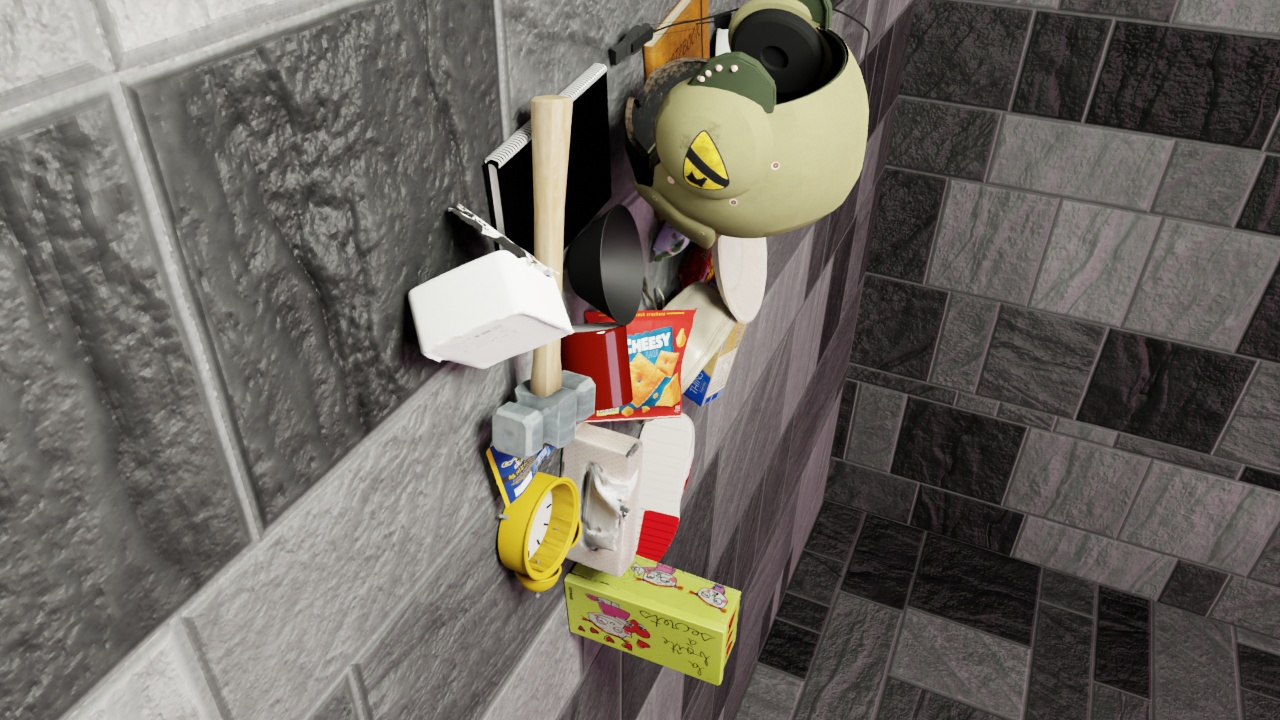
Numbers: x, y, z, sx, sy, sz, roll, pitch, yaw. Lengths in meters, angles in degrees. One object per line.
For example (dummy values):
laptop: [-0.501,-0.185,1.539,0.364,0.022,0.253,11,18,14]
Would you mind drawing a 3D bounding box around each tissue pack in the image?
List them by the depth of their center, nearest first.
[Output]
tissue pack: [-0.048,0.170,1.083,0.071,0.104,0.182,-38,140,-56]

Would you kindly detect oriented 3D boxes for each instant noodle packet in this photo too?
instant noodle packet: [-0.114,0.074,0.942,0.087,0.026,0.134,80,32,-43]
instant noodle packet: [0.095,-0.126,1.349,0.098,0.040,0.135,-59,157,-21]

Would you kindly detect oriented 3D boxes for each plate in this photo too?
plate: [0.124,-0.142,1.200,0.188,0.027,0.188,0,90,-65]

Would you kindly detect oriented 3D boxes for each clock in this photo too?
clock: [-0.109,0.189,1.012,0.152,0.052,0.113,77,34,-46]

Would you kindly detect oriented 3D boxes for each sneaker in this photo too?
sneaker: [0.028,0.189,1.353,0.104,0.090,0.236,15,86,-76]

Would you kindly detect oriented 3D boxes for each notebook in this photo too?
notebook: [-0.079,-0.170,0.865,0.206,0.016,0.149,-56,155,-43]
notebook: [0.053,-0.311,1.122,0.250,0.014,0.178,84,29,-47]

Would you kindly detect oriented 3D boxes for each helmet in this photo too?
helmet: [0.088,-0.229,0.886,0.249,0.256,0.233,-57,151,-37]

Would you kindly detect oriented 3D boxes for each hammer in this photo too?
hammer: [-0.083,-0.071,0.828,0.117,0.051,0.323,-33,132,-55]

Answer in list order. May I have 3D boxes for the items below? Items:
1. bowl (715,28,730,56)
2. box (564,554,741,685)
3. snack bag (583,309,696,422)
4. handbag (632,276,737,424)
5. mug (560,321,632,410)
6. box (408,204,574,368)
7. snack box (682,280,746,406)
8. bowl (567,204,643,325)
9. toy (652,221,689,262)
bowl: [0.133,-0.387,1.178,0.116,0.066,0.116,2,89,-80]
box: [0.017,0.331,1.210,0.082,0.221,0.125,-54,154,-44]
snack bag: [-0.006,0.006,1.075,0.039,0.130,0.144,-119,-149,-59]
handbag: [0.039,-0.030,1.231,0.228,0.132,0.185,-46,171,-49]
mug: [-0.053,0.003,0.985,0.106,0.073,0.082,-157,-120,-69]
box: [-0.126,-0.072,0.733,0.130,0.103,0.110,70,15,11]
snack box: [0.113,-0.029,1.376,0.056,0.057,0.207,-25,143,-41]
bowl: [-0.042,-0.098,0.951,0.124,0.053,0.124,0,90,-70]
toy: [0.053,-0.172,1.164,0.080,0.036,0.099,-35,-159,47]
